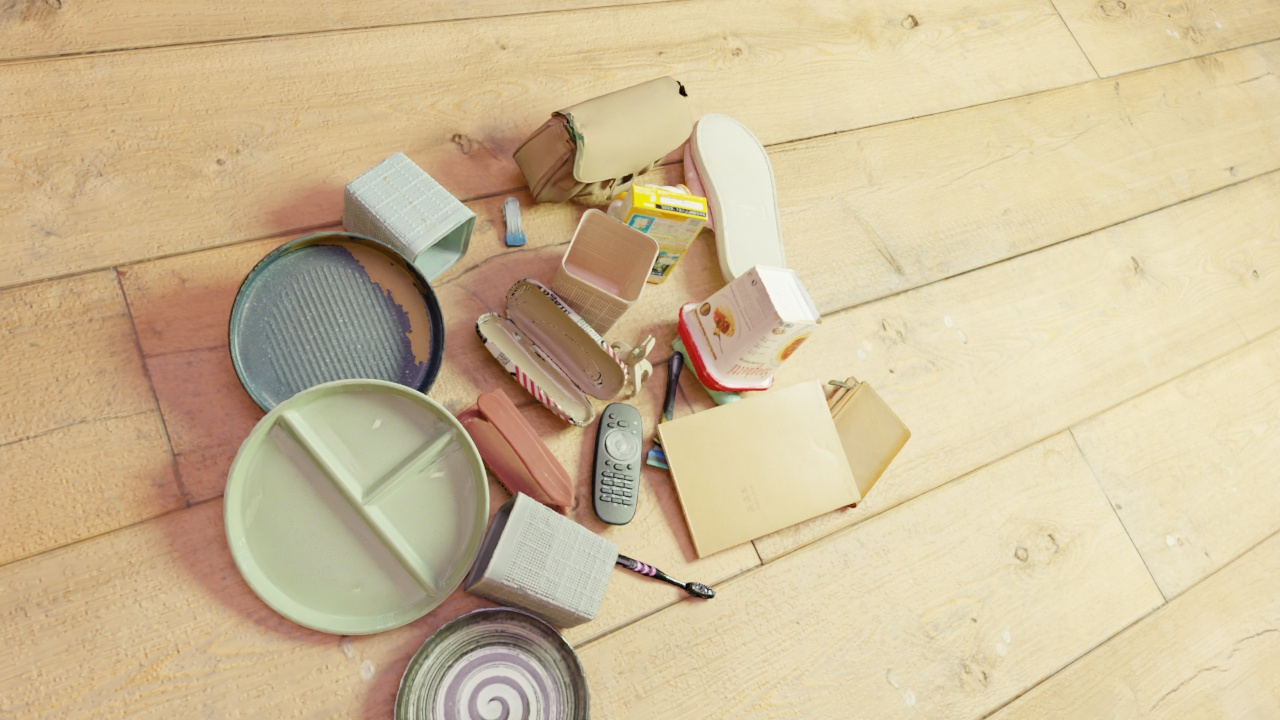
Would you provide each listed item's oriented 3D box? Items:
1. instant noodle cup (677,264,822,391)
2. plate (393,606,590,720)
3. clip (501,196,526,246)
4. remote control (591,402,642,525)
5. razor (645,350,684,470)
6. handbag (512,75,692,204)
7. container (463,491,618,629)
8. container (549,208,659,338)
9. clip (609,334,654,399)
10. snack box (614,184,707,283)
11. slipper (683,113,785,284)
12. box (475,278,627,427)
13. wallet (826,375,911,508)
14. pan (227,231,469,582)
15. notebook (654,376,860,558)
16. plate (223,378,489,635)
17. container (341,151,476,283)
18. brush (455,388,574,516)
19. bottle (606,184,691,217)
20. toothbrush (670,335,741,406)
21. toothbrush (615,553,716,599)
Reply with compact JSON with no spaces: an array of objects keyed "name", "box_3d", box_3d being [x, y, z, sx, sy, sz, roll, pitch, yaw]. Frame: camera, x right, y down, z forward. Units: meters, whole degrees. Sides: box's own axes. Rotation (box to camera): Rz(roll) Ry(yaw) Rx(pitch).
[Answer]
[{"name":"instant noodle cup","box_3d":[0.123,-0.038,1.021,0.116,0.124,0.116,2,56,-44]},{"name":"plate","box_3d":[-0.133,0.317,0.834,0.179,0.024,0.179,6,72,-18]},{"name":"clip","box_3d":[-0.147,-0.157,1.052,0.024,0.028,0.057,-7,79,-22]},{"name":"remote control","box_3d":[-0.026,0.110,0.974,0.053,0.024,0.136,12,62,-14]},{"name":"razor","box_3d":[0.031,0.055,1.021,0.042,0.022,0.142,16,65,-17]},{"name":"handbag","box_3d":[-0.037,-0.248,1.057,0.204,0.148,0.100,-28,87,-27]},{"name":"container","box_3d":[-0.092,0.196,0.874,0.114,0.090,0.090,27,61,-11]},{"name":"container","box_3d":[-0.048,-0.088,1.002,0.090,0.111,0.089,26,60,-9]},{"name":"clip","box_3d":[-0.005,0.007,0.998,0.035,0.100,0.098,-51,120,-32]},{"name":"snack box","box_3d":[0.009,-0.139,1.030,0.087,0.141,0.033,7,60,-18]},{"name":"slipper","box_3d":[0.117,-0.191,1.145,0.114,0.055,0.274,0,63,-23]},{"name":"box","box_3d":[-0.092,-0.011,0.967,0.162,0.086,0.075,43,19,4]},{"name":"wallet","box_3d":[0.248,0.088,1.083,0.119,0.035,0.130,46,61,2]},{"name":"pan","box_3d":[-0.252,0.049,0.878,0.197,0.078,0.357,-26,99,-21]},{"name":"notebook","box_3d":[0.133,0.114,1.015,0.211,0.012,0.149,-15,81,-22]},{"name":"plate","box_3d":[-0.254,0.131,0.832,0.230,0.027,0.230,0,88,-12]},{"name":"container","box_3d":[-0.247,-0.147,0.966,0.111,0.090,0.089,44,59,5]},{"name":"brush","box_3d":[-0.120,0.098,0.916,0.063,0.069,0.146,-37,84,-29]},{"name":"bottle","box_3d":[0.013,-0.180,1.095,0.108,0.063,0.063,-27,79,-35]},{"name":"toothbrush","box_3d":[0.112,0.059,1.049,0.026,0.027,0.224,-39,84,7]},{"name":"toothbrush","box_3d":[-0.007,0.209,0.942,0.189,0.018,0.014,23,63,-9]}]
